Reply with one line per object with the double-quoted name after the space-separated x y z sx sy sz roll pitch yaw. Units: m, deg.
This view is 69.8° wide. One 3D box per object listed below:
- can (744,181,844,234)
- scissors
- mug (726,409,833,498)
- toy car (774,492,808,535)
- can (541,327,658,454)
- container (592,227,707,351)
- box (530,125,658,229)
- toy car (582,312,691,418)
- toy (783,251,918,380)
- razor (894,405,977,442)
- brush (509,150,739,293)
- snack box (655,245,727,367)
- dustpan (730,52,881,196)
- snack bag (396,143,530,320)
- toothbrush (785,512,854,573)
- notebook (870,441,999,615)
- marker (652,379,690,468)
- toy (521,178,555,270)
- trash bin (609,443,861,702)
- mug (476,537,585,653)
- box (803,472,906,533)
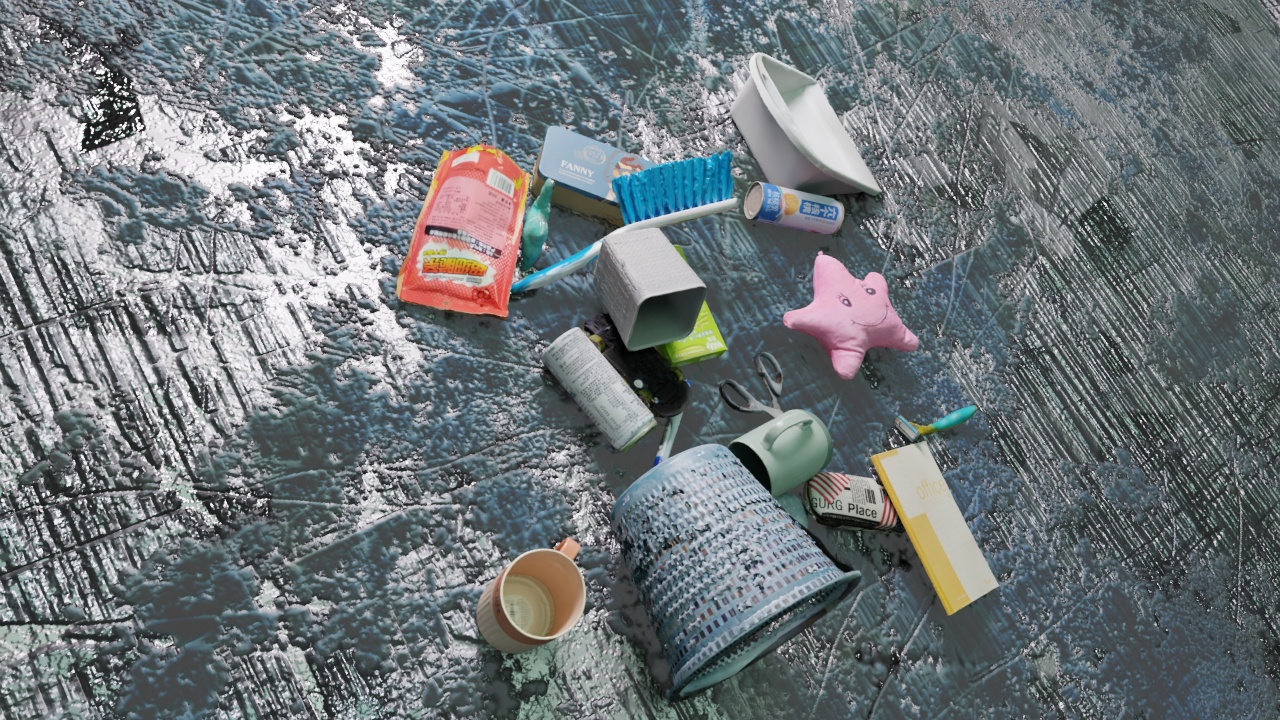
0.217 -0.213 1.291 0.134 0.053 0.053 8 62 -21 "can"
0.172 0.067 1.155 0.159 0.014 0.177 9 63 -21 "scissors"
0.168 0.101 1.072 0.106 0.112 0.082 -24 55 -26 "mug"
0.152 0.199 1.067 0.120 0.037 0.054 -33 82 -37 "toy car"
-0.047 0.034 1.043 0.058 0.058 0.146 -38 84 -34 "can"
0.005 -0.087 1.069 0.090 0.090 0.114 -13 54 -26 "container"
-0.058 -0.228 1.169 0.184 0.061 0.089 17 60 -19 "box"
-0.006 0.006 1.084 0.070 0.042 0.158 -34 76 -35 "toy car"
0.272 -0.066 1.230 0.194 0.075 0.178 -18 74 -30 "toy"
0.406 0.083 1.245 0.132 0.028 0.043 -13 40 -27 "razor"
-0.019 -0.170 1.110 0.314 0.060 0.109 -16 97 -15 "brush"
0.041 -0.069 1.154 0.085 0.026 0.156 -15 72 -30 "snack box"
0.247 -0.347 1.321 0.257 0.143 0.222 -18 74 -29 "dustpan"
-0.199 -0.149 1.066 0.128 0.073 0.207 14 66 -12 "snack bag"
0.191 0.198 1.065 0.189 0.014 0.016 40 40 -25 "toothbrush"
0.370 0.204 1.152 0.145 0.010 0.206 -4 66 -47 "notebook"
0.035 0.084 1.081 0.017 0.017 0.145 26 57 -11 "marker"
-0.123 -0.168 1.103 0.030 0.097 0.091 16 41 -17 "toy"
0.077 0.202 0.939 0.226 0.227 0.195 -17 61 -31 "trash bin"
-0.101 0.225 0.893 0.081 0.106 0.114 37 56 -4 "mug"
0.267 0.178 1.127 0.164 0.056 0.070 14 74 -24 "box"
